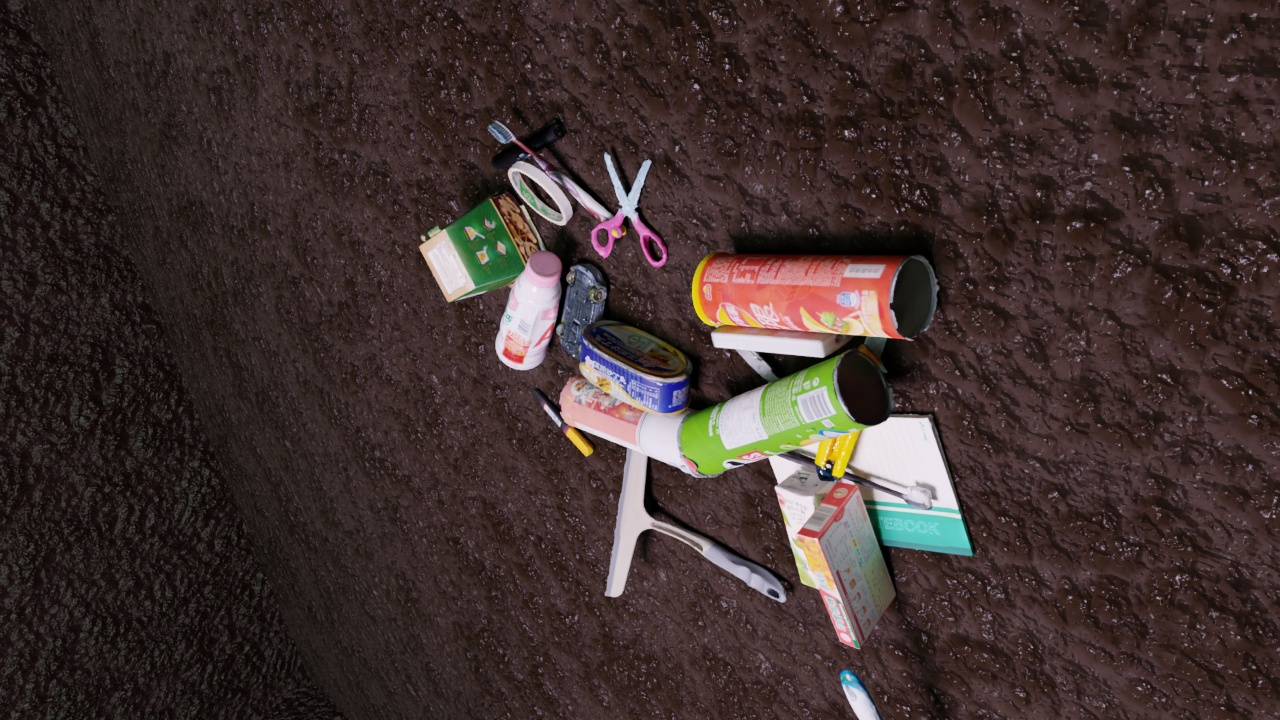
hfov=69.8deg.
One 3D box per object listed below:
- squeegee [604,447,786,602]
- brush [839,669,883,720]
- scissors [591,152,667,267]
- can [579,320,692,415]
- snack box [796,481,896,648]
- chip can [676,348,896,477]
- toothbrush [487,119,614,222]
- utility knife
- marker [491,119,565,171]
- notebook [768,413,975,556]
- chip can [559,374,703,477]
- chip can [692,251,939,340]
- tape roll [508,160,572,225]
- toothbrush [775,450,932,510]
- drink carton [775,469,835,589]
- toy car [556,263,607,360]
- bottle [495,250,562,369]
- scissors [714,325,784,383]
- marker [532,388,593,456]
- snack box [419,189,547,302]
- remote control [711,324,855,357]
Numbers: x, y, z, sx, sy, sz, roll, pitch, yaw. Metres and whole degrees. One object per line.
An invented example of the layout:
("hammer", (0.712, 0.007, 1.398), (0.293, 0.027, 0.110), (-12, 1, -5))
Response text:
("squeegee", (0.078, 0.232, 1.127), (0.247, 0.039, 0.247), (21, 113, 32))
("brush", (0.291, 0.421, 0.957), (0.061, 0.109, 0.314), (-2, 114, 53))
("scissors", (-0.007, -0.151, 0.960), (0.124, 0.017, 0.134), (38, 132, 12))
("can", (-0.006, 0.006, 1.028), (0.148, 0.074, 0.049), (29, 131, 33))
("snack box", (0.205, 0.202, 0.900), (0.027, 0.076, 0.156), (9, 133, 46))
("chip can", (0.128, 0.055, 0.865), (0.237, 0.072, 0.072), (-28, 93, 53))
("toothbrush", (-0.095, -0.202, 1.005), (0.187, 0.017, 0.016), (41, 146, 7))
("utility knife", (0.195, 0.035, 0.844), (0.033, 0.015, 0.197), (31, 126, 29))
("marker", (-0.128, -0.241, 1.034), (0.132, 0.020, 0.022), (-10, 91, 51))
("notebook", (0.215, 0.118, 0.907), (0.210, 0.012, 0.150), (-3, 114, 50))
("chip can", (-0.001, 0.072, 1.072), (0.215, 0.071, 0.071), (16, 127, 43))
("chip can", (0.146, -0.060, 0.806), (0.217, 0.073, 0.073), (6, 120, 47))
("tape roll", (-0.112, -0.188, 1.029), (0.086, 0.013, 0.086), (37, 165, 11))
("toothbrush", (0.199, 0.109, 0.893), (0.181, 0.015, 0.018), (16, 122, 41))
("drink carton", (0.182, 0.174, 0.936), (0.054, 0.045, 0.122), (7, 122, 51))
("toy car", (-0.066, -0.057, 1.083), (0.054, 0.036, 0.121), (37, 130, 37))
("bottle", (-0.131, -0.061, 1.111), (0.068, 0.068, 0.197), (48, 149, 13))
("scissors", (0.128, 0.003, 0.915), (0.141, 0.014, 0.173), (-11, 98, 52))
("marker", (-0.107, 0.083, 1.251), (0.124, 0.015, 0.018), (45, 141, 21))
("snack box", (-0.197, -0.130, 1.121), (0.118, 0.105, 0.117), (-17, 103, 54))
("remote control", (0.131, -0.025, 0.861), (0.135, 0.056, 0.019), (6, 119, 46))
